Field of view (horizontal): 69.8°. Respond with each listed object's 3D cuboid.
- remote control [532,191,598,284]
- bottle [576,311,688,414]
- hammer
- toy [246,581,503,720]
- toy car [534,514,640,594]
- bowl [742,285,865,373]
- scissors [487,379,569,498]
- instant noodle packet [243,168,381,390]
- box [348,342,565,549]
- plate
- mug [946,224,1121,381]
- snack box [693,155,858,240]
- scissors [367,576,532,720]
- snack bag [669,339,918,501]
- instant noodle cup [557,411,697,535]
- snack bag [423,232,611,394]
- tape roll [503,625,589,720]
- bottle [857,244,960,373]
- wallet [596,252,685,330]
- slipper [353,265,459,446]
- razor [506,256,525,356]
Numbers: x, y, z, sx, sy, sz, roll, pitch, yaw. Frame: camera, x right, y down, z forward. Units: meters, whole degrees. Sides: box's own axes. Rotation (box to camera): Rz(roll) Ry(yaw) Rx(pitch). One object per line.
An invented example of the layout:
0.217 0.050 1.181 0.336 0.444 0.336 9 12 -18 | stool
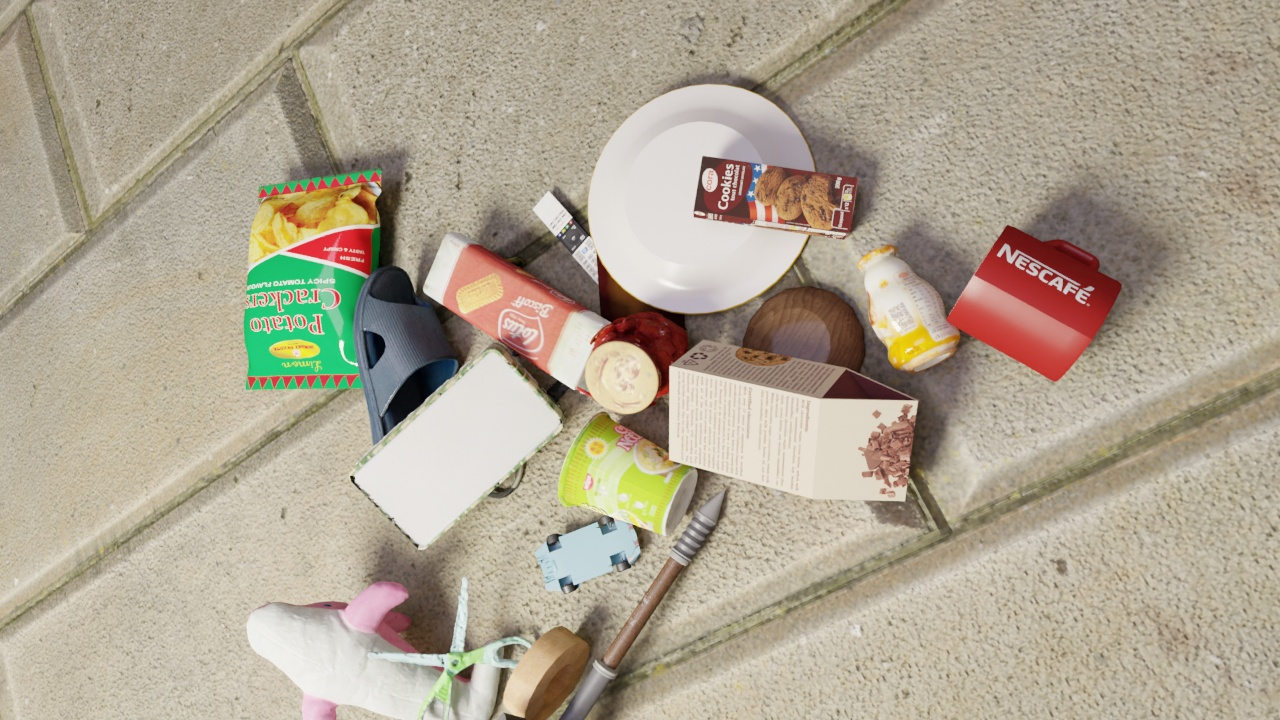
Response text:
-0.069 -0.129 0.970 0.028 0.011 0.124 -47 67 15 | remote control
-0.005 0.005 0.867 0.099 0.111 0.099 6 111 15 | bottle
-0.011 0.257 0.860 0.043 0.156 0.322 30 84 46 | hammer
-0.276 0.310 0.965 0.265 0.128 0.187 26 94 -6 | toy
-0.049 0.192 0.919 0.108 0.027 0.060 -23 75 12 | toy car
0.145 -0.013 0.842 0.118 0.030 0.117 -3 83 26 | bowl
-0.120 0.081 0.975 0.170 0.012 0.132 -17 77 20 | scissors
-0.387 -0.092 1.080 0.196 0.090 0.252 -2 84 26 | instant noodle packet
-0.185 0.087 0.937 0.205 0.050 0.117 -43 101 4 | box
0.054 -0.159 0.888 0.230 0.021 0.229 -2 84 17 | plate
0.318 -0.056 0.732 0.096 0.081 0.116 33 60 16 | mug
0.122 -0.148 0.838 0.141 0.032 0.051 9 88 4 | snack box
-0.186 0.301 0.922 0.172 0.021 0.171 10 92 -13 | scissors
0.132 0.055 0.799 0.207 0.069 0.094 12 117 27 | snack bag
-0.008 0.113 0.875 0.108 0.098 0.099 21 94 19 | instant noodle cup
-0.129 -0.053 0.953 0.225 0.041 0.077 32 106 25 | snack bag
-0.090 0.306 0.889 0.027 0.094 0.094 29 97 26 | tape roll
0.226 -0.045 0.787 0.063 0.063 0.108 -29 72 21 | bottle
-0.002 -0.081 0.922 0.092 0.018 0.115 -4 86 16 | wallet
-0.244 0.021 0.995 0.083 0.101 0.263 -10 84 26 | slipper
-0.142 -0.057 0.995 0.043 0.026 0.106 -10 84 23 | razor
